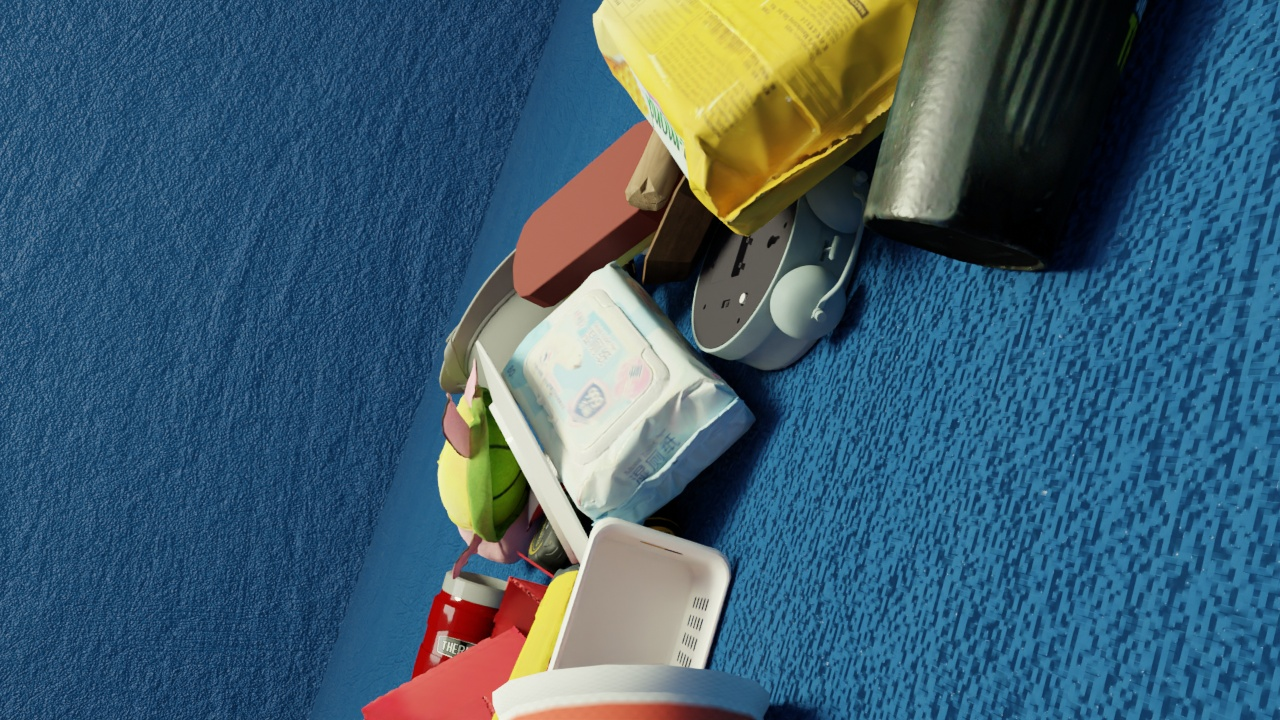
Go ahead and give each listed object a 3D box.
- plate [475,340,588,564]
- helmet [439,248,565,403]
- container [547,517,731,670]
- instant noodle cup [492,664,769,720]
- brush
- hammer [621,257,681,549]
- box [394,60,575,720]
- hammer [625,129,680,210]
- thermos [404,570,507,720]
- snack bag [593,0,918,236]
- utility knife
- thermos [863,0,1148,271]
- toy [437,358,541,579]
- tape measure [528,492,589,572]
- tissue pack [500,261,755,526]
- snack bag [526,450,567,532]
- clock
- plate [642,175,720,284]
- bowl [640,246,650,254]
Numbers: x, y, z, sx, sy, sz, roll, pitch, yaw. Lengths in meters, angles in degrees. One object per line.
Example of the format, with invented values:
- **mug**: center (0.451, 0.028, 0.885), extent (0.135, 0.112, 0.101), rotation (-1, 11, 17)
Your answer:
- **plate**: center (-0.069, 0.082, 0.631), extent (0.015, 0.208, 0.208), rotation (-28, 14, -10)
- **helmet**: center (-0.079, -0.015, 0.865), extent (0.182, 0.117, 0.272), rotation (-35, -13, -41)
- **container**: center (-0.007, 0.158, 0.511), extent (0.049, 0.080, 0.129), rotation (143, 145, -80)
- **instant noodle cup**: center (-0.004, 0.206, 0.386), extent (0.124, 0.123, 0.121), rotation (131, 146, -50)
- **brush**: center (-0.028, -0.102, 0.685), extent (0.174, 0.041, 0.082), rotation (-32, 47, 39)
- **hammer**: center (-0.004, 0.004, 0.689), extent (0.319, 0.036, 0.123), rotation (-96, -4, -47)
- **box**: center (-0.098, 0.069, 0.632), extent (0.214, 0.171, 0.478), rotation (-6, 103, 71)
- **hammer**: center (0.055, -0.225, 0.624), extent (0.098, 0.052, 0.327), rotation (4, 55, 30)
- **thermos**: center (-0.167, 0.298, 0.838), extent (0.108, 0.084, 0.198), rotation (108, 177, -82)
- **snack bag**: center (0.063, -0.180, 0.490), extent (0.160, 0.068, 0.247), rotation (-38, 41, 11)
- **utility knife**: center (-0.070, 0.190, 0.486), extent (0.031, 0.019, 0.224), rotation (-38, 13, 32)
- **thermos**: center (0.149, -0.149, 0.347), extent (0.098, 0.098, 0.221), rotation (-152, 78, -73)
- **toy**: center (-0.139, 0.105, 0.829), extent (0.189, 0.087, 0.239), rotation (-97, 3, -48)
- **tape measure**: center (-0.067, 0.150, 0.769), extent (0.062, 0.034, 0.061), rotation (-46, 17, 45)
- **tissue pack**: center (-0.017, 0.017, 0.584), extent (0.112, 0.070, 0.182), rotation (-46, 43, 7)
- **snack bag**: center (-0.060, 0.072, 0.807), extent (0.130, 0.039, 0.144), rotation (-66, 7, -34)
- **clock**: center (0.082, -0.056, 0.527), extent (0.159, 0.045, 0.122), rotation (-5, 66, 70)
- **plate**: center (0.043, -0.104, 0.597), extent (0.131, 0.025, 0.131), rotation (-60, -4, -8)
- **bowl**: center (0.039, -0.132, 0.725), extent (0.115, 0.050, 0.114), rotation (-163, 91, -74)
